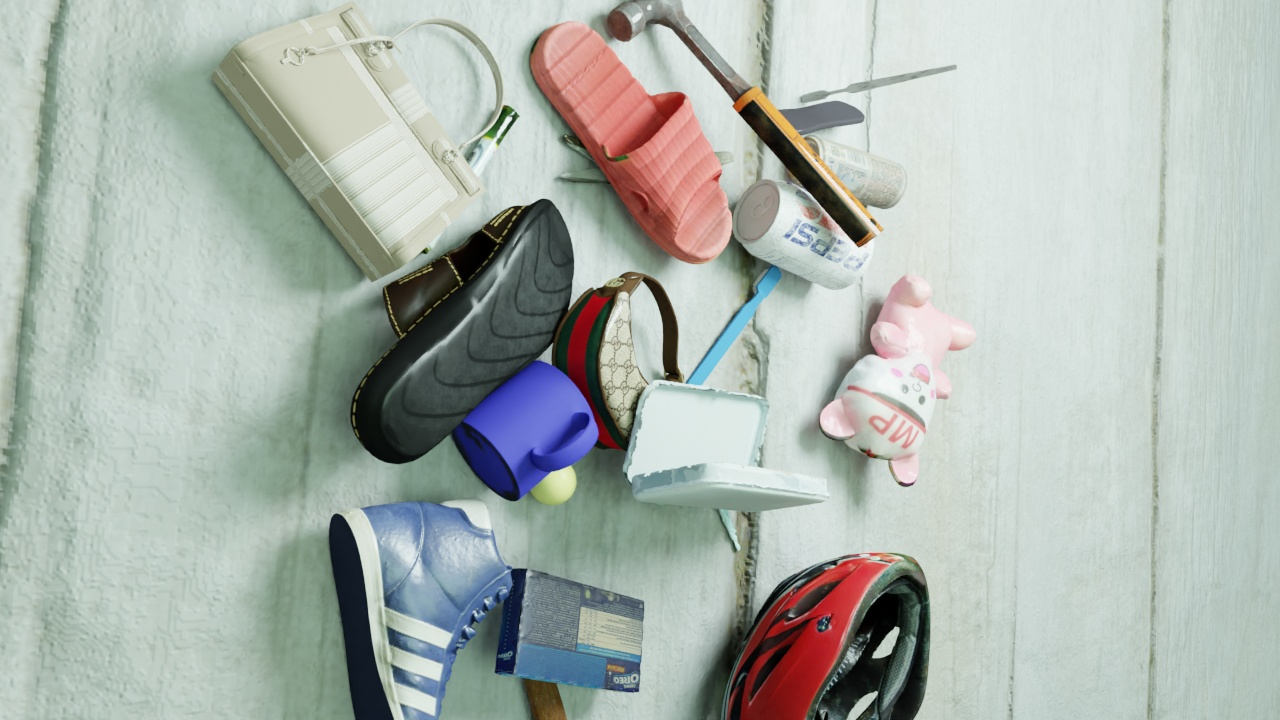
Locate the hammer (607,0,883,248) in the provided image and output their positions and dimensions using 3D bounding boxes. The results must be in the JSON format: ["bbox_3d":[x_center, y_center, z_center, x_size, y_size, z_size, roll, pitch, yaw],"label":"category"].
[{"bbox_3d":[0.120,-0.236,0.861,0.314,0.035,0.137,47,60,-5],"label":"hammer"}]

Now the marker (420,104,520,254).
[{"bbox_3d":[-0.140,-0.147,0.740,0.017,0.017,0.146,38,68,-29],"label":"marker"}]

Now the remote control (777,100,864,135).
[{"bbox_3d":[0.186,-0.254,0.963,0.124,0.046,0.009,-19,139,-35],"label":"remote control"}]

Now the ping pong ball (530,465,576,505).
[{"bbox_3d":[-0.074,0.101,0.770,0.040,0.040,0.040,1,89,-36],"label":"ping pong ball"}]

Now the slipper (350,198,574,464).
[{"bbox_3d":[-0.137,-0.030,0.709,0.267,0.076,0.113,-55,137,-37],"label":"slipper"}]

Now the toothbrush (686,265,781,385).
[{"bbox_3d":[0.091,-0.031,0.910,0.016,0.014,0.166,48,68,-25],"label":"toothbrush"}]

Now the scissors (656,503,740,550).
[{"bbox_3d":[0.065,0.114,0.889,0.167,0.023,0.171,-29,106,-38],"label":"scissors"}]

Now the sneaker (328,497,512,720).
[{"bbox_3d":[-0.150,0.214,0.690,0.118,0.092,0.233,-11,87,-38],"label":"sneaker"}]

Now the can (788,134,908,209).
[{"bbox_3d":[0.221,-0.199,0.977,0.135,0.054,0.054,6,86,-36],"label":"can"}]

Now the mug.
[{"bbox_3d":[-0.082,0.058,0.721,0.083,0.111,0.079,-40,123,-29],"label":"mug"}]

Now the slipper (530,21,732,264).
[{"bbox_3d":[0.007,-0.196,0.807,0.249,0.059,0.103,50,62,-15],"label":"slipper"}]

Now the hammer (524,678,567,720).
[{"bbox_3d":[-0.060,0.360,0.784,0.115,0.033,0.323,-20,100,-32],"label":"hammer"}]

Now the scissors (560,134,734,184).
[{"bbox_3d":[0.020,-0.166,0.857,0.178,0.015,0.187,-44,113,-26],"label":"scissors"}]

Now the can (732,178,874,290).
[{"bbox_3d":[0.164,-0.126,0.920,0.136,0.078,0.078,18,79,-34],"label":"can"}]

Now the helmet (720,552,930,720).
[{"bbox_3d":[0.182,0.303,0.871,0.217,0.167,0.271,39,74,-44],"label":"helmet"}]

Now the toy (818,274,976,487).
[{"bbox_3d":[0.281,0.019,1.000,0.142,0.084,0.212,37,67,-27],"label":"toy"}]

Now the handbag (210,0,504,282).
[{"bbox_3d":[-0.179,-0.189,0.693,0.197,0.062,0.175,-48,112,-35],"label":"handbag"}]

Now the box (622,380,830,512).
[{"bbox_3d":[0.072,0.067,0.813,0.215,0.107,0.124,18,60,-52],"label":"box"}]

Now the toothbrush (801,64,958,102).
[{"bbox_3d":[0.234,-0.275,0.909,0.010,0.182,0.010,-25,109,-37],"label":"toothbrush"}]

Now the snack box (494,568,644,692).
[{"bbox_3d":[-0.054,0.229,0.765,0.150,0.027,0.082,29,58,-42],"label":"snack box"}]

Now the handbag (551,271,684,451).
[{"bbox_3d":[-0.005,0.005,0.794,0.138,0.063,0.166,-53,136,-31],"label":"handbag"}]
